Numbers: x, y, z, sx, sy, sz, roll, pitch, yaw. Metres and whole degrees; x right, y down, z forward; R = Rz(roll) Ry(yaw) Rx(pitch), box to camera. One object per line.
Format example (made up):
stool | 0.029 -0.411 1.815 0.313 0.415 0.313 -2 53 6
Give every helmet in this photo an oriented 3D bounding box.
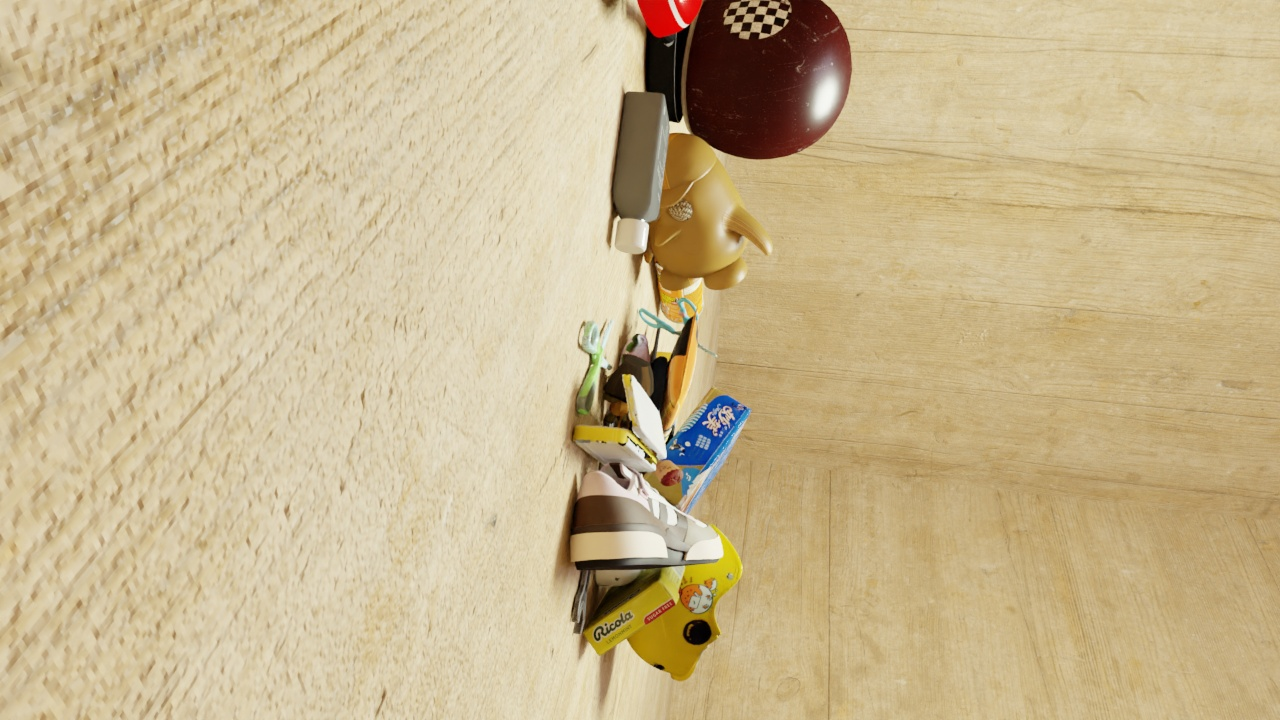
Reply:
helmet | 0.031 0.346 1.369 0.240 0.139 0.209 -69 -163 -1
helmet | 0.157 -0.387 1.246 0.234 0.254 0.233 76 30 -51

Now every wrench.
wrench | -0.054 0.190 1.109 0.070 0.010 0.272 79 18 -65

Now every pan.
pan | 0.008 0.045 1.303 0.355 0.021 0.199 -79 -174 -55
pan | 0.031 -0.406 1.153 0.355 0.044 0.204 -57 152 -74
pan | 0.025 -0.471 0.950 0.355 0.067 0.209 -76 156 -52

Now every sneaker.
sneaker | 0.006 0.184 1.080 0.293 0.112 0.116 20 62 -58

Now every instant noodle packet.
instant noodle packet | 0.038 0.051 1.253 0.221 0.032 0.159 110 -5 -50

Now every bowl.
bowl | -0.020 0.242 1.204 0.113 0.063 0.113 8 89 -81

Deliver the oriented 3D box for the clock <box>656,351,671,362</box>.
clock | 0.037 0.045 1.525 0.151 0.052 0.114 -74 168 -70

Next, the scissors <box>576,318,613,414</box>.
scissors | -0.049 0.003 1.004 0.170 0.028 0.138 28 66 -78

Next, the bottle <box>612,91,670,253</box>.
bottle | -0.001 -0.210 1.054 0.084 0.046 0.173 61 36 -77

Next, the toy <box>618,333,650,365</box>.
toy | -0.007 0.007 1.219 0.100 0.036 0.080 57 49 -79

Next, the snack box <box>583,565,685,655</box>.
snack box | -0.002 0.312 1.202 0.045 0.121 0.180 54 7 3

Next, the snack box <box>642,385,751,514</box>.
snack box | 0.063 0.157 1.299 0.202 0.069 0.155 -49 167 -36

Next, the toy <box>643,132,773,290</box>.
toy | 0.063 -0.201 1.219 0.162 0.199 0.203 -54 134 -40

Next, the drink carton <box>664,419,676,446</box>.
drink carton | 0.024 0.087 1.396 0.040 0.064 0.129 86 13 -57

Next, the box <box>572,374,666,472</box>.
box | -0.023 0.082 1.027 0.209 0.080 0.079 55 22 -72

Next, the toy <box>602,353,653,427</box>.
toy | -0.019 0.043 1.103 0.076 0.062 0.100 -5 119 -50

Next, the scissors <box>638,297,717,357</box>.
scissors | 0.048 -0.049 1.295 0.015 0.136 0.135 -48 147 -31

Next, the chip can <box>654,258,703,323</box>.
chip can | 0.063 -0.138 1.476 0.215 0.075 0.075 78 20 -67
